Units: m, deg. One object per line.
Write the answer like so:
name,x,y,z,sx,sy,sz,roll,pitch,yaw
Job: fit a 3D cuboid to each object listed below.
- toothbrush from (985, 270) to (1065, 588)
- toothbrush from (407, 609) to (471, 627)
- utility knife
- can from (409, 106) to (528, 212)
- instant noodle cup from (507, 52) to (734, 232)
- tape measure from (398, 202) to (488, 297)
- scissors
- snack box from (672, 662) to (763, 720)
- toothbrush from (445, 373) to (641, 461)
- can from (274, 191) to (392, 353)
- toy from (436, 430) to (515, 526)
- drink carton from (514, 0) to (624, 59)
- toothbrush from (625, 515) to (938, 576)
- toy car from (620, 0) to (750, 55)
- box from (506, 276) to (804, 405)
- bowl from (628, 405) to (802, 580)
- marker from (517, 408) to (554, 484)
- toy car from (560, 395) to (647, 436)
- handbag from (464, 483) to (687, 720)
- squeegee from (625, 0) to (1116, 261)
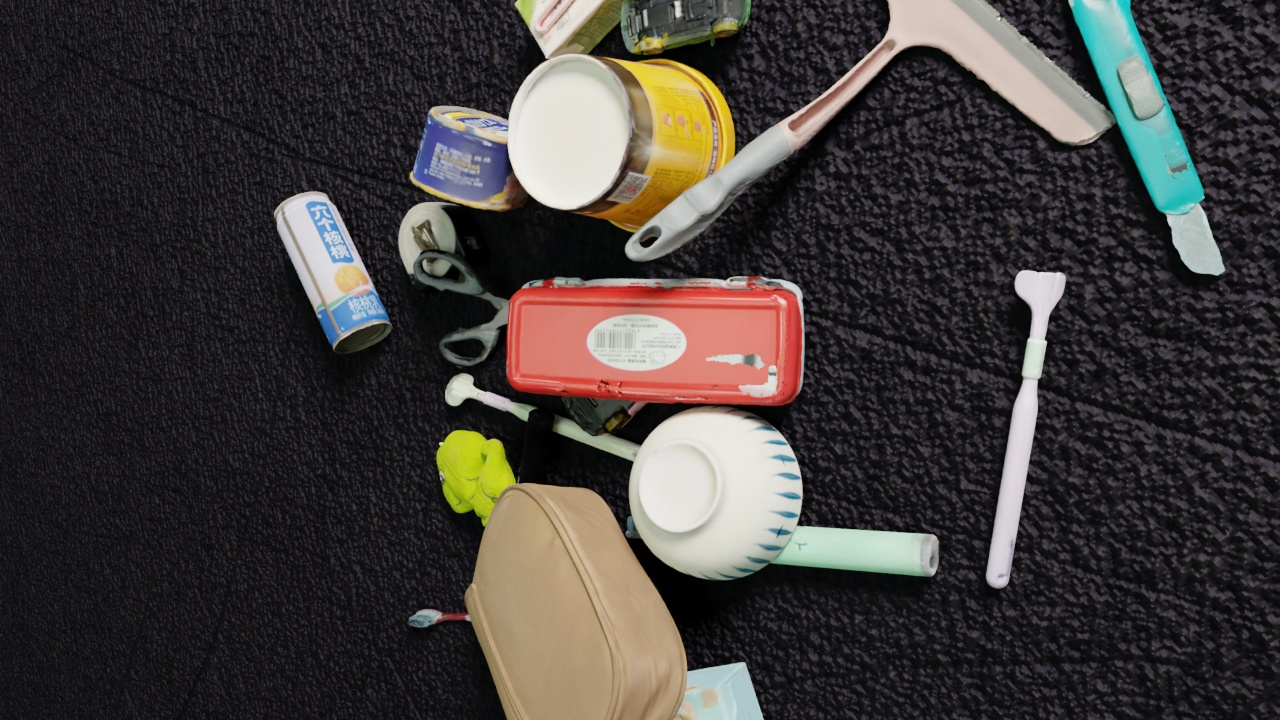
toothbrush,0.218,0.043,0.531,0.029,0.021,0.189,4,101,-2
toothbrush,-0.123,0.214,0.759,0.188,0.017,0.016,-10,91,32
utility knife,0.267,-0.131,0.484,0.029,0.013,0.186,-21,85,20
can,-0.111,-0.142,0.640,0.074,0.148,0.049,20,106,-1
instant noodle cup,-0.015,-0.142,0.595,0.119,0.114,0.118,4,99,30
tape measure,-0.162,-0.094,0.738,0.066,0.033,0.066,-31,80,29
scissors,-0.101,-0.036,0.701,0.178,0.014,0.160,38,131,1
snack box,0.007,0.275,0.668,0.175,0.051,0.074,-22,84,31
toothbrush,-0.073,0.046,0.710,0.190,0.020,0.029,17,72,27
can,-0.266,-0.076,0.790,0.053,0.053,0.134,-34,78,30
toy,-0.132,0.091,0.733,0.100,0.031,0.097,47,129,36
drink carton,-0.028,-0.263,0.629,0.123,0.045,0.053,-35,79,30
toothbrush,0.085,0.123,0.617,0.225,0.026,0.027,-3,78,32
toy car,0.031,-0.228,0.603,0.091,0.036,0.043,-3,93,32
box,0.008,-0.015,0.613,0.201,0.046,0.086,2,92,18
bowl,0.040,0.084,0.598,0.117,0.066,0.116,-8,74,31
marker,-0.085,0.098,0.710,0.022,0.020,0.132,19,116,13
toy car,-0.004,0.004,0.653,0.122,0.037,0.056,-43,81,15
handbag,-0.048,0.187,0.642,0.148,0.099,0.204,-58,40,22
squeegee,0.090,-0.139,0.548,0.249,0.040,0.247,-40,75,2
